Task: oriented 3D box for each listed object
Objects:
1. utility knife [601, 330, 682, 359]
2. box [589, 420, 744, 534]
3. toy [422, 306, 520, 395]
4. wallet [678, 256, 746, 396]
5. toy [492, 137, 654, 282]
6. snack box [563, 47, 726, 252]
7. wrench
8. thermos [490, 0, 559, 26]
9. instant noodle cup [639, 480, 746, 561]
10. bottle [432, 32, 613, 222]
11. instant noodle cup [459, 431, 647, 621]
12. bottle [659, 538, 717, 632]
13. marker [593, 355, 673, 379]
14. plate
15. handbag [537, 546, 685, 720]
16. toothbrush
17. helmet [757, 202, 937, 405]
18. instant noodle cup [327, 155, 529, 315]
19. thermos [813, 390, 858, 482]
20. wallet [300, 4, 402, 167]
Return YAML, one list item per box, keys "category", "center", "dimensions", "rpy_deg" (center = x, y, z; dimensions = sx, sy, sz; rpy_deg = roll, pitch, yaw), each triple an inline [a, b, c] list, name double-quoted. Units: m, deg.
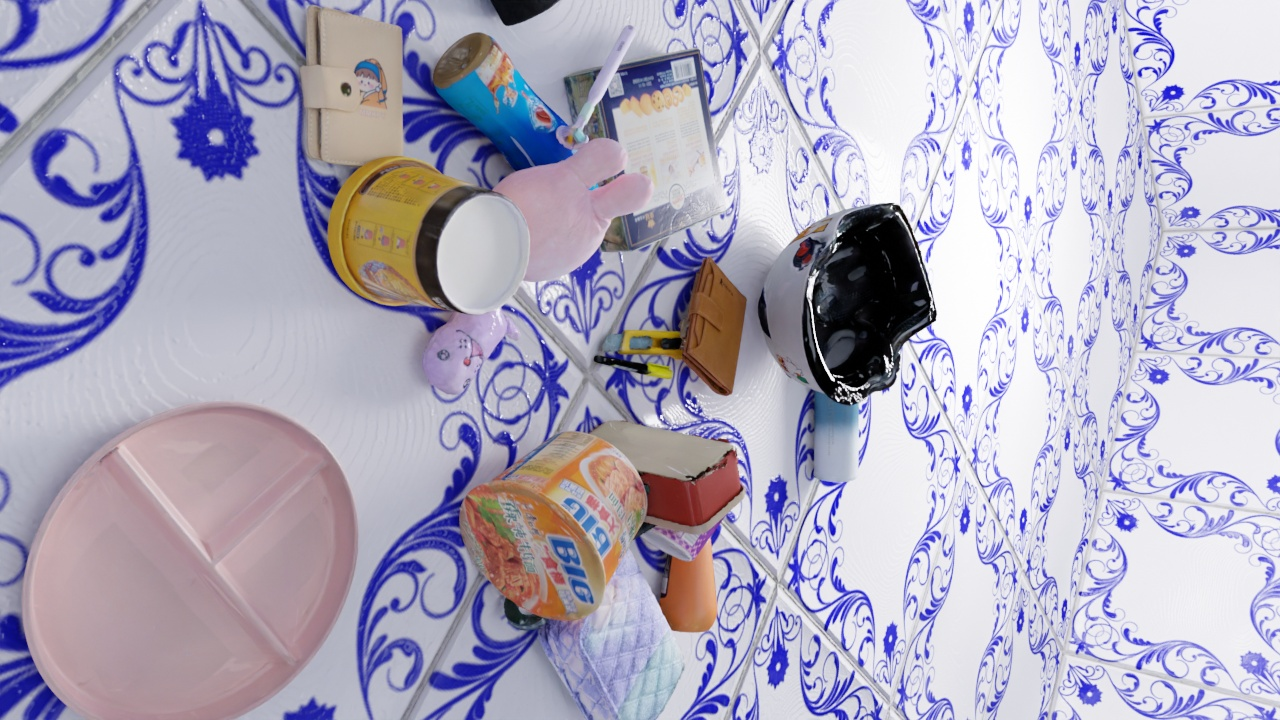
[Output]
- category: "utility knife"
  center: [0.018, -0.017, 1.016]
  dimensions: [0.180, 0.015, 0.033]
  rpy_deg: [-1, 91, -51]
- category: "box"
  center: [0.011, 0.103, 0.901]
  dimensions: [0.091, 0.169, 0.076]
  rpy_deg: [-32, 120, -44]
- category: "toy"
  center: [-0.149, -0.016, 0.798]
  dimensions: [0.107, 0.039, 0.084]
  rpy_deg: [-57, 142, -31]
- category: "wallet"
  center: [0.087, -0.040, 1.072]
  dimensions: [0.108, 0.031, 0.131]
  rpy_deg: [43, 50, -44]
- category: "toy"
  center: [-0.067, -0.132, 0.815]
  dimensions: [0.121, 0.160, 0.054]
  rpy_deg: [43, 22, -48]
- category: "snack box"
  center: [0.012, -0.223, 0.965]
  dimensions: [0.177, 0.046, 0.182]
  rpy_deg: [-29, 115, -45]
- category: "wrench"
  center: [-0.018, 0.174, 0.909]
  dimensions: [0.272, 0.056, 0.016]
  rpy_deg: [-31, 141, -21]
- category: "thermos"
  center: [-0.135, -0.408, 0.749]
  dimensions: [0.089, 0.068, 0.243]
  rpy_deg: [-50, 129, -29]
- category: "instant noodle cup"
  center: [0.044, 0.157, 1.004]
  dimensions: [0.099, 0.112, 0.111]
  rpy_deg: [-57, 134, -17]
- category: "bottle"
  center: [-0.093, -0.195, 0.827]
  dimensions: [0.218, 0.065, 0.065]
  rpy_deg: [44, 61, -44]
- category: "instant noodle cup"
  center: [-0.071, 0.142, 0.833]
  dimensions: [0.111, 0.152, 0.151]
  rpy_deg: [-44, 126, -49]
- category: "bottle"
  center: [0.057, 0.235, 1.059]
  dimensions: [0.066, 0.067, 0.149]
  rpy_deg: [13, 76, -50]
- category: "marker"
  center: [-0.006, 0.006, 0.989]
  dimensions: [0.124, 0.018, 0.015]
  rpy_deg: [13, 82, -49]
- category: "plate"
  center: [-0.302, 0.141, 0.638]
  dimensions: [0.229, 0.028, 0.229]
  rpy_deg: [-8, 101, -50]
- category: "handbag"
  center: [-0.028, 0.287, 0.948]
  dimensions: [0.133, 0.076, 0.194]
  rpy_deg: [-50, 131, -40]
- category: "toothbrush"
  center: [-0.036, -0.259, 0.850]
  dimensions: [0.029, 0.021, 0.188]
  rpy_deg: [23, 52, -4]
- category: "helmet"
  center: [0.244, -0.077, 1.175]
  dimensions: [0.273, 0.157, 0.230]
  rpy_deg: [-48, 122, -23]
- category: "instant noodle cup"
  center: [-0.157, -0.092, 0.707]
  dimensions: [0.118, 0.115, 0.118]
  rpy_deg: [-24, 122, -46]
- category: "thermos"
  center: [0.277, 0.060, 1.300]
  dimensions: [0.070, 0.070, 0.220]
  rpy_deg: [-10, 101, -49]
- category: "wallet"
  center: [-0.220, -0.207, 0.706]
  dimensions: [0.087, 0.024, 0.115]
  rpy_deg: [-4, 98, -49]
